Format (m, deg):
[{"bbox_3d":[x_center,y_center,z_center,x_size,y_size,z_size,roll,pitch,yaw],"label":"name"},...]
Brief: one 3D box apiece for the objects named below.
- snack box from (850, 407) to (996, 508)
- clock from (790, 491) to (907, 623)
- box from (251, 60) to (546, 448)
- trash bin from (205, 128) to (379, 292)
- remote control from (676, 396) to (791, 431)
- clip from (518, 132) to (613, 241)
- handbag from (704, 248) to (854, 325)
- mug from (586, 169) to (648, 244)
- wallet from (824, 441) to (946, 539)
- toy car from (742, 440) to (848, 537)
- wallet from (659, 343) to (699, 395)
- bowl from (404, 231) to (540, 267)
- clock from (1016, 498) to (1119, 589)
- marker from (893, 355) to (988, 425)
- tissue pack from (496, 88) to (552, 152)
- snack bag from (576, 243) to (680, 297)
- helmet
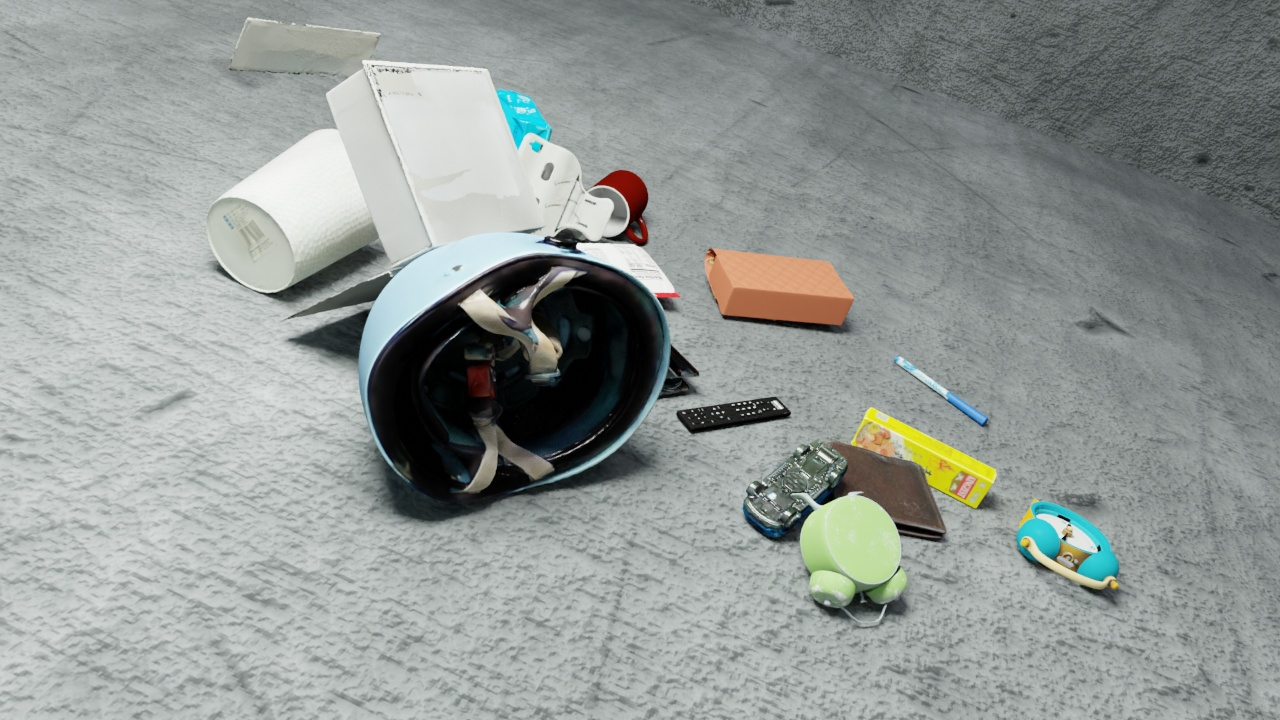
[{"bbox_3d":[0.304,0.104,0.989,0.148,0.040,0.028,28,33,14],"label":"snack box"},{"bbox_3d":[0.184,0.168,0.801,0.094,0.043,0.119,1,66,-24],"label":"clock"},{"bbox_3d":[-0.244,-0.091,0.889,0.172,0.381,0.167,45,30,13],"label":"box"},{"bbox_3d":[-0.357,-0.153,0.963,0.133,0.134,0.160,23,37,7],"label":"trash bin"},{"bbox_3d":[0.102,0.057,0.985,0.139,0.009,0.030,-6,39,-34],"label":"remote control"},{"bbox_3d":[-0.110,-0.207,1.185,0.144,0.124,0.075,23,0,-30],"label":"clip"},{"bbox_3d":[0.178,-0.098,1.214,0.171,0.060,0.108,4,40,-18],"label":"handbag"},{"bbox_3d":[-0.025,-0.208,1.281,0.105,0.073,0.082,48,32,-7],"label":"mug"},{"bbox_3d":[0.242,0.130,0.928,0.120,0.031,0.099,14,35,-10],"label":"wallet"},{"bbox_3d":[0.147,0.124,0.869,0.120,0.044,0.056,-32,56,-33],"label":"toy car"},{"bbox_3d":[-0.006,0.006,0.990,0.114,0.026,0.089,-5,36,-33],"label":"wallet"},{"bbox_3d":[-0.186,-0.143,1.069,0.178,0.081,0.178,13,28,-7],"label":"bowl"},{"bbox_3d":[0.431,0.186,0.931,0.099,0.044,0.129,26,25,11],"label":"clock"},{"bbox_3d":[0.378,0.036,1.160,0.013,0.013,0.142,-14,44,-41],"label":"marker"},{"bbox_3d":[-0.176,-0.300,1.271,0.066,0.117,0.209,5,26,-21],"label":"tissue pack"},{"bbox_3d":[-0.036,-0.117,1.151,0.130,0.039,0.144,-2,34,-26],"label":"snack bag"},{"bbox_3d":[-0.110,-0.009,0.778,0.265,0.226,0.167,-2,30,-29],"label":"helmet"}]
